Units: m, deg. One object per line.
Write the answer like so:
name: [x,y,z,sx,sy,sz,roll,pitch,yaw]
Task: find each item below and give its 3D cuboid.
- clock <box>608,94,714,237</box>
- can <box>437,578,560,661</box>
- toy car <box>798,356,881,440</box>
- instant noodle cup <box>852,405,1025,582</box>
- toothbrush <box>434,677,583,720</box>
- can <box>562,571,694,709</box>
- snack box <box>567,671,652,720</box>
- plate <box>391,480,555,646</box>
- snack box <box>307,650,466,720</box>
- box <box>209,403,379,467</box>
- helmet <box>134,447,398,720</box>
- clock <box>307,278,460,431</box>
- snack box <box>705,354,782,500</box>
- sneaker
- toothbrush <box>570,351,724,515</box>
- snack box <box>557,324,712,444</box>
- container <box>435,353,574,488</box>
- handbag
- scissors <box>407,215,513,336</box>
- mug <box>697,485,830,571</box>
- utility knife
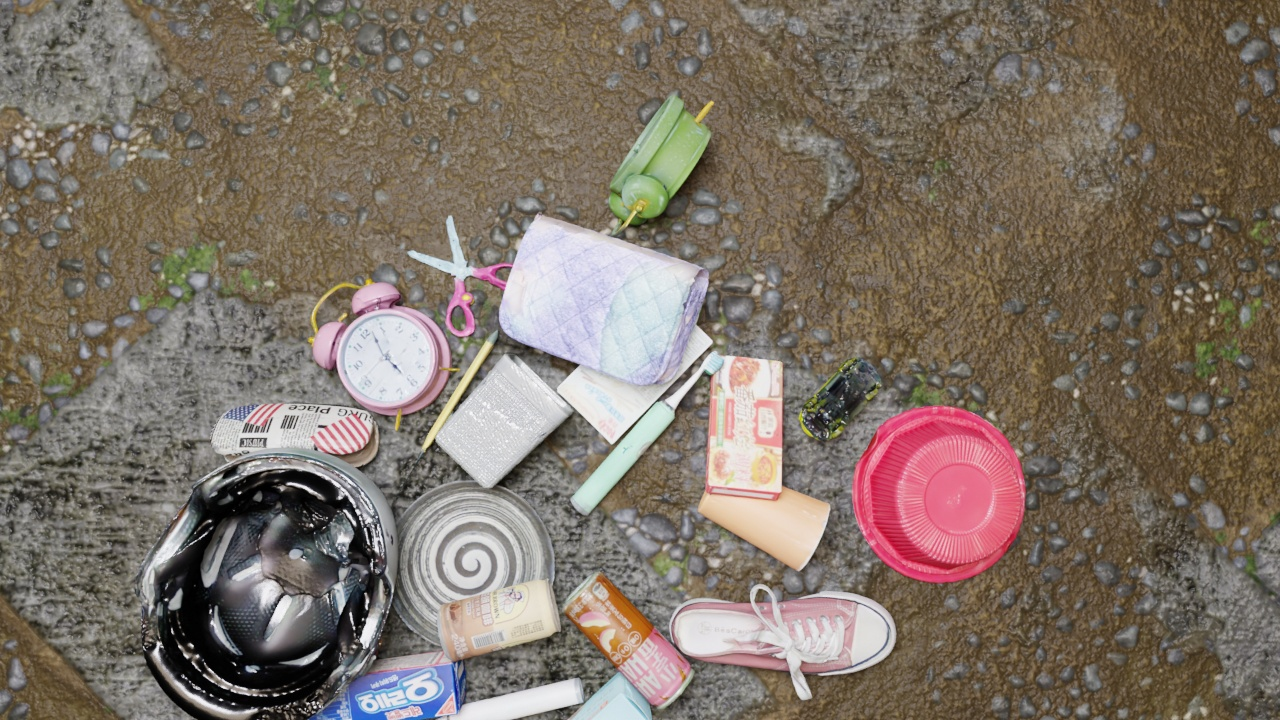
clock: [0.013,-0.197,0.952,0.056,0.116,0.161,33,84,-11]
can: [-0.143,0.263,0.933,0.116,0.058,0.058,-14,89,-4]
toy car: [0.215,0.042,0.992,0.105,0.032,0.048,-44,90,-14]
instant noodle cup: [0.327,0.144,0.976,0.194,0.066,0.194,0,88,-1]
toothbrush: [-0.170,0.373,0.968,0.221,0.027,0.026,-13,49,-2]
can: [-0.014,0.290,0.957,0.058,0.058,0.147,-45,87,-3]
snack box: [-0.066,0.406,0.947,0.175,0.074,0.051,-43,89,-3]
plate: [-0.181,0.217,0.975,0.179,0.024,0.179,0,87,-4]
snack box: [-0.286,0.344,0.949,0.207,0.058,0.057,-7,88,-2]
box: [-0.357,0.073,0.944,0.163,0.083,0.075,1,77,0]
helmet: [-0.347,0.206,0.904,0.230,0.156,0.274,21,101,-4]
clock: [-0.274,-0.014,0.961,0.158,0.060,0.117,44,86,2]
snack box: [0.109,0.068,0.958,0.075,0.025,0.152,6,61,-1]
sneaker: [0.151,0.287,0.952,0.241,0.088,0.118,3,88,-1]
toothbrush: [0.007,0.075,0.974,0.027,0.026,0.224,43,93,25]
snack box: [-0.006,0.006,0.986,0.084,0.027,0.156,45,87,0]
container: [-0.142,0.064,0.950,0.090,0.090,0.114,44,90,0]
handbag: [-0.040,-0.060,0.941,0.194,0.075,0.134,21,97,15]
scissors: [-0.185,-0.094,0.990,0.130,0.017,0.133,-13,85,0]
mug: [0.127,0.160,0.966,0.123,0.078,0.078,25,87,5]
utility knife: [-0.211,0.061,0.977,0.022,0.031,0.220,36,89,-3]
